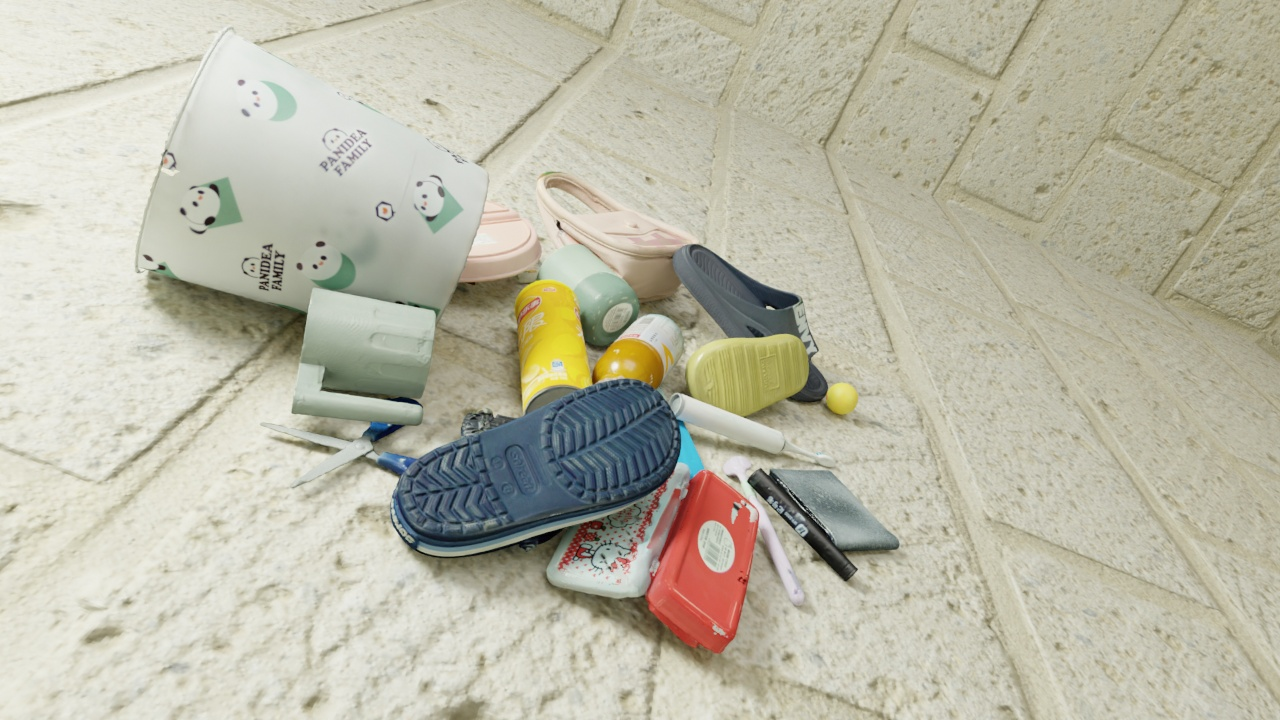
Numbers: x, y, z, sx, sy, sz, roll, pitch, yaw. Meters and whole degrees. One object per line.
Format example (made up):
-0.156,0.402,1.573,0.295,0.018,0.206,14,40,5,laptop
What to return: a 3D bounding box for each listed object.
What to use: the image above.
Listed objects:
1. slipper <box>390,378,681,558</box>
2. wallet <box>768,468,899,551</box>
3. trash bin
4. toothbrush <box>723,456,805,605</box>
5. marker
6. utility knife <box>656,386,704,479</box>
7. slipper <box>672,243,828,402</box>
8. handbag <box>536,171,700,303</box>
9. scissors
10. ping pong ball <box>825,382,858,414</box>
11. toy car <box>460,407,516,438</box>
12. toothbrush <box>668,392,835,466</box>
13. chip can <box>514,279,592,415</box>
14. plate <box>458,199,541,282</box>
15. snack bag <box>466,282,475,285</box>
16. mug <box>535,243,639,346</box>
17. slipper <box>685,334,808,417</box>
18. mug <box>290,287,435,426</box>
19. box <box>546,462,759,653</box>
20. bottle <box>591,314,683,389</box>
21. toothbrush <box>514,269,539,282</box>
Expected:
-0.076,0.097,0.733,0.252,0.095,0.105,-18,66,-33,slipper
0.197,0.153,0.947,0.097,0.019,0.121,8,29,-36,wallet
-0.291,-0.142,0.845,0.251,0.230,0.229,21,26,-21,trash bin
0.117,0.157,0.865,0.029,0.021,0.189,-19,37,-1,toothbrush
0.154,0.155,0.873,0.132,0.020,0.022,45,11,14,marker
0.036,0.073,0.951,0.034,0.018,0.191,22,23,-22,utility knife
0.155,-0.058,1.163,0.268,0.084,0.110,46,31,-2,slipper
-0.049,-0.178,1.239,0.234,0.094,0.192,43,29,22,handbag
-0.212,0.071,0.737,0.162,0.012,0.175,27,24,1,scissors
0.256,0.048,1.166,0.040,0.040,0.040,20,26,-11,ping pong ball
-0.107,0.072,0.808,0.105,0.031,0.049,13,29,-21,toy car
0.126,0.081,0.994,0.221,0.027,0.026,21,17,-26,toothbrush
-0.089,-0.003,0.923,0.072,0.072,0.213,16,28,-18,chip can
-0.228,-0.152,1.072,0.229,0.028,0.229,9,29,-5,plate
-0.216,-0.118,1.074,0.045,0.026,0.105,13,28,-20,snack bag
-0.054,-0.069,1.079,0.106,0.082,0.111,43,-1,33,mug
0.117,0.016,1.077,0.190,0.091,0.082,-10,4,-39,slipper
-0.231,0.002,0.770,0.103,0.084,0.123,9,45,-19,mug
0.021,0.146,0.764,0.161,0.060,0.200,23,25,4,box
-0.006,0.006,0.981,0.068,0.068,0.189,28,26,6,bottle
-0.099,-0.115,1.188,0.018,0.016,0.190,27,23,30,toothbrush
